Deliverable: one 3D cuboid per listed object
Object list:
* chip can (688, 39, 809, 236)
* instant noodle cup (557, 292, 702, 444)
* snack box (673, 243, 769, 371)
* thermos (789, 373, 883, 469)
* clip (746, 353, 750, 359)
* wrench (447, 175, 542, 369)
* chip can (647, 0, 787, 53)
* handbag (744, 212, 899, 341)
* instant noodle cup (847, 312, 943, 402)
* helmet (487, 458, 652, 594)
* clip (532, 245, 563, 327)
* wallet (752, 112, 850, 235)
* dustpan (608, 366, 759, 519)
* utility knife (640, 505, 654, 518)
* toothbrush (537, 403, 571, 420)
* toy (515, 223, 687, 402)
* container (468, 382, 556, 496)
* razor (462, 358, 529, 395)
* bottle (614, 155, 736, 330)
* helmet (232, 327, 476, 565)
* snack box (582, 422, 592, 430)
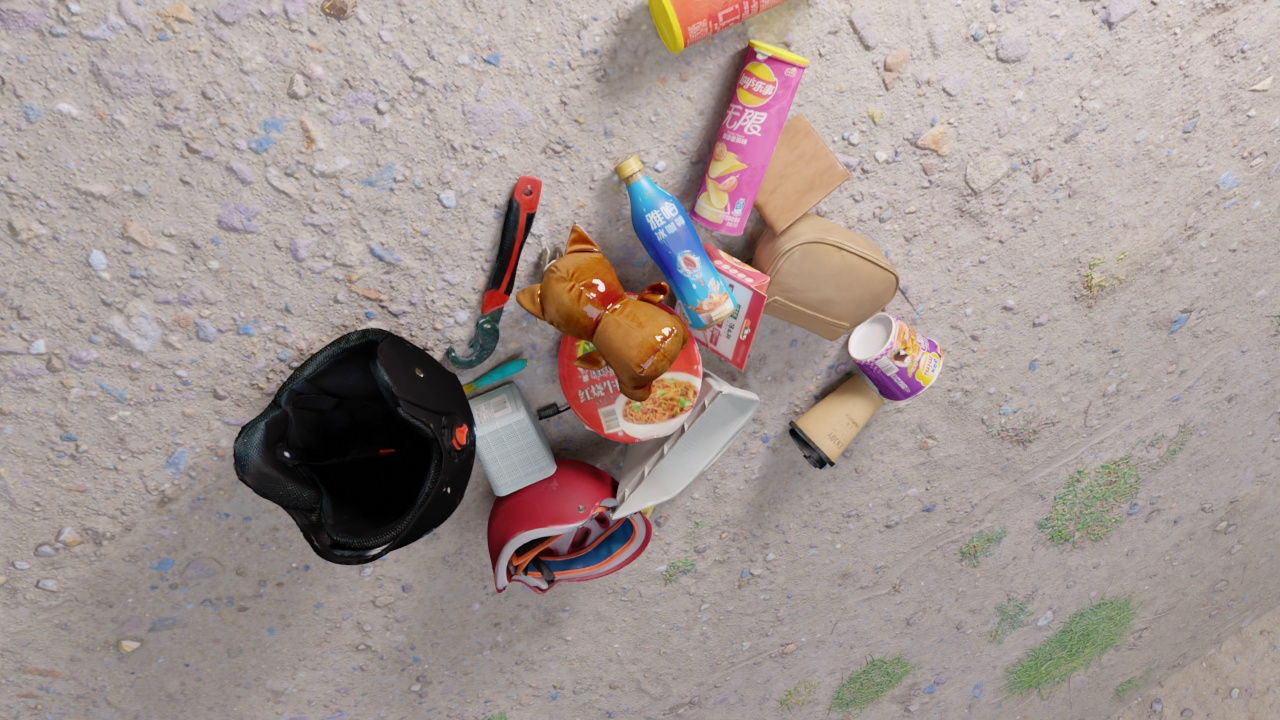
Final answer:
[{"bbox_3d":[0.123,-0.253,1.057,0.071,0.071,0.211,7,116,-25],"label":"chip can"},{"bbox_3d":[-0.007,0.007,1.174,0.194,0.194,0.065,-51,170,18],"label":"instant noodle cup"},{"bbox_3d":[0.108,-0.069,1.165,0.044,0.127,0.113,-23,138,-44],"label":"snack box"},{"bbox_3d":[0.295,0.092,1.386,0.143,0.093,0.093,-44,128,5],"label":"thermos"},{"bbox_3d":[0.132,-0.022,1.283,0.026,0.038,0.058,-27,131,2],"label":"clip"},{"bbox_3d":[-0.172,-0.099,1.110,0.056,0.016,0.274,10,121,-27],"label":"wrench"},{"bbox_3d":[0.118,-0.398,0.960,0.216,0.073,0.073,-25,130,-1],"label":"chip can"},{"bbox_3d":[0.231,-0.112,1.205,0.204,0.099,0.148,19,124,-31],"label":"handbag"},{"bbox_3d":[0.361,-0.011,1.326,0.099,0.111,0.112,36,107,-27],"label":"instant noodle cup"},{"bbox_3d":[-0.108,0.222,1.296,0.239,0.144,0.207,15,128,-48],"label":"helmet"},{"bbox_3d":[-0.119,-0.085,1.130,0.092,0.035,0.103,-25,125,-3],"label":"clip"},{"bbox_3d":[0.180,-0.225,1.112,0.115,0.020,0.101,-38,91,6],"label":"wallet"},{"bbox_3d":[0.081,0.123,1.253,0.142,0.257,0.223,38,102,-11],"label":"dustpan"},{"bbox_3d":[0.028,0.176,1.395,0.031,0.020,0.197,7,117,-27],"label":"utility knife"},{"bbox_3d":[-0.055,0.040,1.261,0.189,0.014,0.016,-24,104,-4],"label":"toothbrush"},{"bbox_3d":[-0.040,-0.054,1.082,0.199,0.130,0.140,38,80,0],"label":"toy"},{"bbox_3d":[-0.177,0.101,1.212,0.090,0.090,0.111,-23,127,-3],"label":"container"},{"bbox_3d":[-0.203,0.028,1.185,0.132,0.028,0.043,-27,99,3],"label":"razor"},{"bbox_3d":[0.037,-0.141,1.088,0.065,0.065,0.219,-30,102,3],"label":"bottle"},{"bbox_3d":[-0.299,0.100,1.053,0.234,0.274,0.230,-28,158,17],"label":"helmet"},{"bbox_3d":[-0.003,0.044,1.260,0.084,0.027,0.157,22,119,-42],"label":"snack box"}]
